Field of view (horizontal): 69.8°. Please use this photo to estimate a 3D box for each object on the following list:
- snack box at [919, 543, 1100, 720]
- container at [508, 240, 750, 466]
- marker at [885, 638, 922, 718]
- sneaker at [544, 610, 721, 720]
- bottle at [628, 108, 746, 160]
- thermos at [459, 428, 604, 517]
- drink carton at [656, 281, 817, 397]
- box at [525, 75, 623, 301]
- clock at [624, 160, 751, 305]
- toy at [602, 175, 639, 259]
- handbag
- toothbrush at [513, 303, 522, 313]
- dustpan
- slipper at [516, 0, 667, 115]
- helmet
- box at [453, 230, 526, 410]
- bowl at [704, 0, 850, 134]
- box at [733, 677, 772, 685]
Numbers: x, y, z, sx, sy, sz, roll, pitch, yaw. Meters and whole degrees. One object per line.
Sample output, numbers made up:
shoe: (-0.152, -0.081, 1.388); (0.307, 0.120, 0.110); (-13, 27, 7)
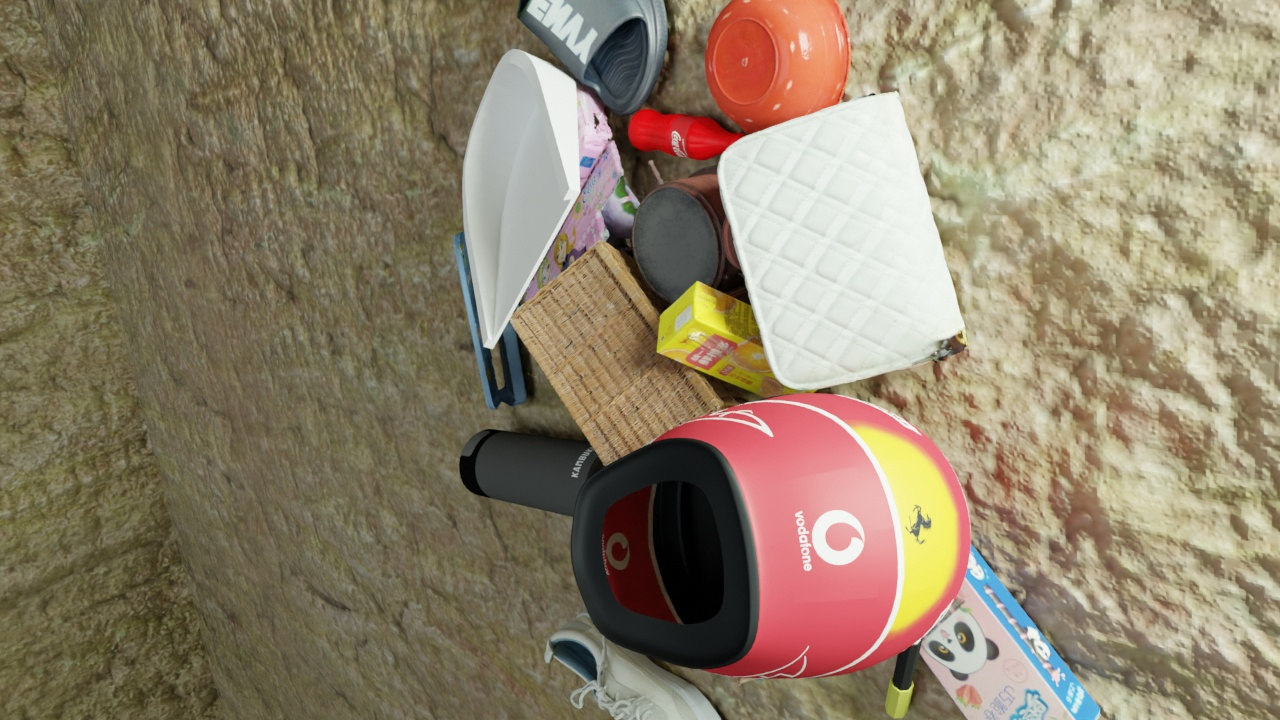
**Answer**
snack box: (0.261, 0.221, 0.701); (0.154, 0.033, 0.088); (54, 138, 18)
container: (-0.005, 0.005, 0.819); (0.114, 0.112, 0.198); (-41, 71, 17)
marker: (0.213, 0.254, 0.745); (0.021, 0.017, 0.124); (-92, -4, -46)
sneaker: (-0.012, 0.375, 1.016); (0.242, 0.090, 0.090); (33, 126, 34)
bottle: (0.041, -0.190, 0.778); (0.119, 0.036, 0.036); (21, 120, 41)
thermos: (-0.106, 0.126, 1.027); (0.241, 0.082, 0.082); (2, 106, 47)
drink carton: (0.083, -0.010, 0.732); (0.059, 0.134, 0.042); (-41, 34, 47)
box: (-0.085, -0.137, 0.896); (0.231, 0.035, 0.159); (-53, 42, 44)
clock: (0.061, -0.094, 0.766); (0.158, 0.072, 0.121); (41, 131, 31)
toy: (-0.026, -0.127, 0.878); (0.080, 0.036, 0.100); (55, 142, 2)
handbag: (0.144, -0.082, 0.665); (0.139, 0.072, 0.195); (-15, 94, 17)
toothbrush: (-0.094, -0.025, 0.976); (0.189, 0.016, 0.017); (36, 120, 52)
dustpan: (-0.122, -0.172, 0.844); (0.192, 0.053, 0.257); (-54, 29, 40)
slipper: (-0.066, -0.342, 0.804); (0.111, 0.083, 0.268); (-37, 75, 46)
helmet: (0.109, 0.126, 0.671); (0.272, 0.224, 0.197); (-22, 74, 56)
box: (-0.183, -0.046, 1.057); (0.068, 0.058, 0.210); (20, 120, 62)
bowl: (0.093, -0.229, 0.700); (0.131, 0.045, 0.131); (21, 120, 42)
box: (0.085, 0.219, 0.883); (0.064, 0.056, 0.188); (-22, 90, 13)
